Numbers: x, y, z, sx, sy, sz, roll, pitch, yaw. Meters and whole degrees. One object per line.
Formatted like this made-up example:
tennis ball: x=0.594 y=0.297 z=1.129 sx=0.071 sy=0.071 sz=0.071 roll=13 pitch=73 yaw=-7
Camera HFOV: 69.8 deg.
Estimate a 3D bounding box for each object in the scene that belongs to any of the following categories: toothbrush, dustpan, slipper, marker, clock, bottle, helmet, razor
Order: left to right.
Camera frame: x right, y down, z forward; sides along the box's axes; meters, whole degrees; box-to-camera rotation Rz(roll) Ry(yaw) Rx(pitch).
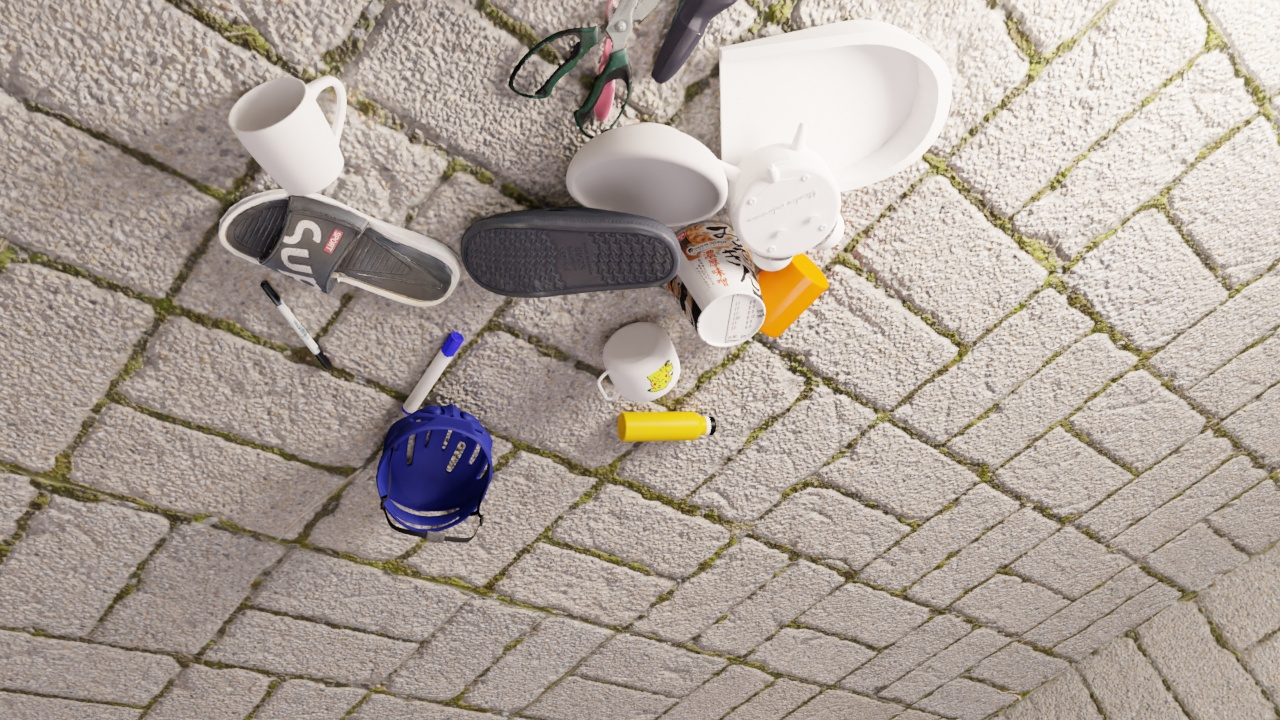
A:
marker: x=-0.411 y=-0.039 z=1.102 sx=0.011 sy=0.011 sz=0.152 roll=-21 pitch=135 yaw=2
slipper: x=-0.327 y=-0.114 z=1.024 sx=0.263 sy=0.063 sz=0.111 roll=17 pitch=125 yaw=-33
marker: x=-0.272 y=0.019 z=1.195 sx=0.020 sy=0.020 sz=0.142 roll=20 pitch=124 yaw=-32
helmet: x=-0.272 y=0.173 z=1.197 sx=0.147 sy=0.227 sz=0.242 roll=13 pitch=130 yaw=-17
slipper: x=-0.080 y=-0.139 z=1.056 sx=0.268 sy=0.083 sz=0.111 roll=1 pitch=134 yaw=17
toothbrush: x=-0.035 y=-0.310 z=0.960 sx=0.021 sy=0.016 sz=0.135 roll=2 pitch=132 yaw=-7
bottle: x=0.040 y=0.097 z=1.354 sx=0.143 sy=0.043 sz=0.043 roll=1 pitch=132 yaw=-18
razor: x=0.055 y=-0.345 z=0.940 sx=0.052 sy=0.047 sz=0.143 roll=29 pitch=124 yaw=-9
clock: x=0.164 y=-0.176 z=1.047 sx=0.125 sy=0.072 sz=0.161 roll=-22 pitch=130 yaw=10
dustpan: x=0.220 y=-0.275 z=1.031 sx=0.257 sy=0.053 sz=0.192 roll=-15 pitch=132 yaw=-11

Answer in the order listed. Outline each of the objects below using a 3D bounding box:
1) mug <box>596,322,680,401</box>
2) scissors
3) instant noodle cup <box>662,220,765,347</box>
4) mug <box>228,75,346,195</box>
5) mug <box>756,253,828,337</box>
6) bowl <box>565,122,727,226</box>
mug: x=-0.007 y=0.007 z=1.211 sx=0.115 sy=0.094 sz=0.068 roll=-38 pitch=135 yaw=-13
scissors: x=-0.055 y=-0.324 z=0.925 sx=0.137 sy=0.015 sz=0.210 roll=17 pitch=131 yaw=-18
instant noodle cup: x=0.095 y=-0.088 z=1.139 sx=0.123 sy=0.121 sz=0.124 roll=-9 pitch=134 yaw=-10
mug: x=-0.333 y=-0.229 z=0.910 sx=0.114 sy=0.081 sz=0.088 roll=-45 pitch=145 yaw=-18
mug: x=0.194 y=-0.090 z=1.212 sx=0.096 sy=0.077 sz=0.112 roll=-47 pitch=157 yaw=26
bowl: x=0.009 y=-0.212 z=1.009 sx=0.176 sy=0.066 sz=0.177 roll=5 pitch=164 yaw=1
